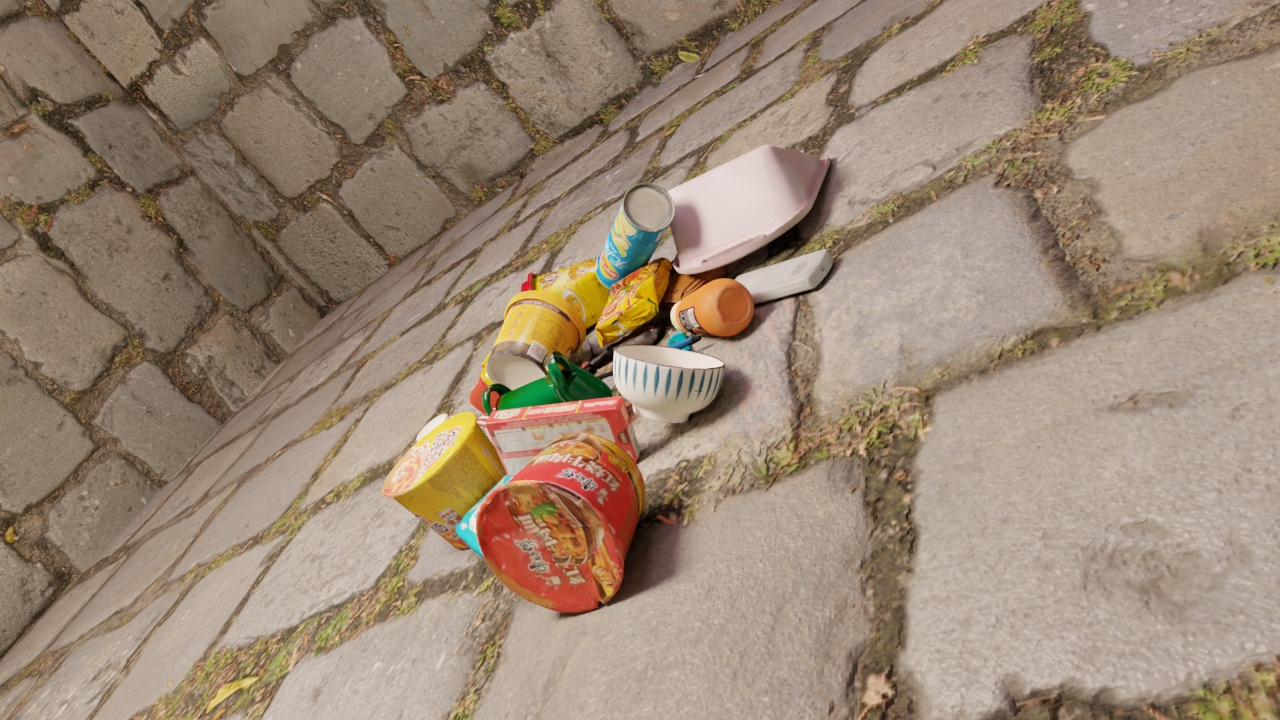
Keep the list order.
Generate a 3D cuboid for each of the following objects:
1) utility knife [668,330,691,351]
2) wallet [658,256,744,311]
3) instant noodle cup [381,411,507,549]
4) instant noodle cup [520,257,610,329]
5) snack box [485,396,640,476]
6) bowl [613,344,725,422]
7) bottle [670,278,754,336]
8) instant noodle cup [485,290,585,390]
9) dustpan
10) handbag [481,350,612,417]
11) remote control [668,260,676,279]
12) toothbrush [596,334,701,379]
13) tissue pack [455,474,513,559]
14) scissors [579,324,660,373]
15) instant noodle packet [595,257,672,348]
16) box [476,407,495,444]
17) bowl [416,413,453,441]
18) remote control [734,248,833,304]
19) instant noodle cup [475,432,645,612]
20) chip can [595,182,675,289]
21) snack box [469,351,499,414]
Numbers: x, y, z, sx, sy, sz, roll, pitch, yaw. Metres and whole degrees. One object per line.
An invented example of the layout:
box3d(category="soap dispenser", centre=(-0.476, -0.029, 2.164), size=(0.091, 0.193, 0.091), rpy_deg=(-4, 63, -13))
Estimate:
box3d(category="utility knife", centre=(0.048, -0.005, 1.092), size=(0.029, 0.013, 0.166), rpy_deg=(-30, 21, 8))
box3d(category="wallet", centre=(0.079, -0.116, 1.252), size=(0.131, 0.031, 0.108), rpy_deg=(-45, 20, -13))
box3d(category="instant noodle cup", centre=(-0.213, 0.145, 1.075), size=(0.138, 0.110, 0.137), rpy_deg=(-32, 22, 14))
box3d(category="instant noodle cup", centre=(-0.107, -0.093, 1.413), size=(0.124, 0.116, 0.116), rpy_deg=(-24, 21, 4))
box3d(category="snack box", centre=(-0.082, 0.082, 0.974), size=(0.153, 0.075, 0.025), rpy_deg=(-8, 31, 19))
box3d(category="bowl", centre=(0.026, 0.026, 0.959), size=(0.116, 0.116, 0.066), rpy_deg=(-146, 62, -69))
box3d(category="bottle", centre=(0.076, -0.057, 1.093), size=(0.066, 0.067, 0.150), rpy_deg=(-46, 14, -19))
box3d(category="instant noodle cup", centre=(-0.148, -0.016, 1.264), size=(0.119, 0.118, 0.114), rpy_deg=(-22, 33, 38))
box3d(category="dustpan", centre=(0.147, -0.190, 1.261), size=(0.223, 0.138, 0.272), rpy_deg=(-23, -8, 29))
box3d(category="handbag", centre=(-0.106, 0.054, 1.075), size=(0.132, 0.120, 0.067), rpy_deg=(-22, 32, 33))
box3d(category="remote control", centre=(0.031, -0.112, 1.325), size=(0.136, 0.024, 0.053), rpy_deg=(-43, 17, -3))
box3d(category="toothbrush", centre=(-0.007, 0.006, 1.114), size=(0.190, 0.014, 0.016), rpy_deg=(-23, 31, 28))
box3d(category="tissue pack", centre=(-0.136, 0.173, 0.971), size=(0.093, 0.050, 0.134), rpy_deg=(-45, 22, -18))
box3d(category="scissors", centre=(-0.065, 0.009, 1.239), size=(0.221, 0.022, 0.233), rpy_deg=(-31, 23, 19))
box3d(category="instant noodle packet", centre=(-0.011, -0.079, 1.237), size=(0.111, 0.044, 0.128), rpy_deg=(-35, 21, 30))
box3d(category="box", centre=(-0.190, 0.121, 1.192), size=(0.163, 0.082, 0.075), rpy_deg=(-36, 54, 5))
box3d(category="bowl", centre=(-0.280, 0.116, 1.318), size=(0.113, 0.062, 0.113), rpy_deg=(-33, 20, 13))
box3d(category="remote control", centre=(0.158, -0.092, 1.077), size=(0.150, 0.021, 0.058), rpy_deg=(-12, 33, 50))
box3d(category="instant noodle cup", centre=(-0.063, 0.139, 0.823), size=(0.138, 0.138, 0.108), rpy_deg=(-26, 15, 30))
box3d(category="chip can", centre=(-0.011, -0.166, 1.270), size=(0.071, 0.071, 0.211), rpy_deg=(-47, -3, -21))
box3d(category="snack box", centre=(-0.200, 0.033, 1.326), size=(0.080, 0.082, 0.091), rpy_deg=(-45, 11, 39))
